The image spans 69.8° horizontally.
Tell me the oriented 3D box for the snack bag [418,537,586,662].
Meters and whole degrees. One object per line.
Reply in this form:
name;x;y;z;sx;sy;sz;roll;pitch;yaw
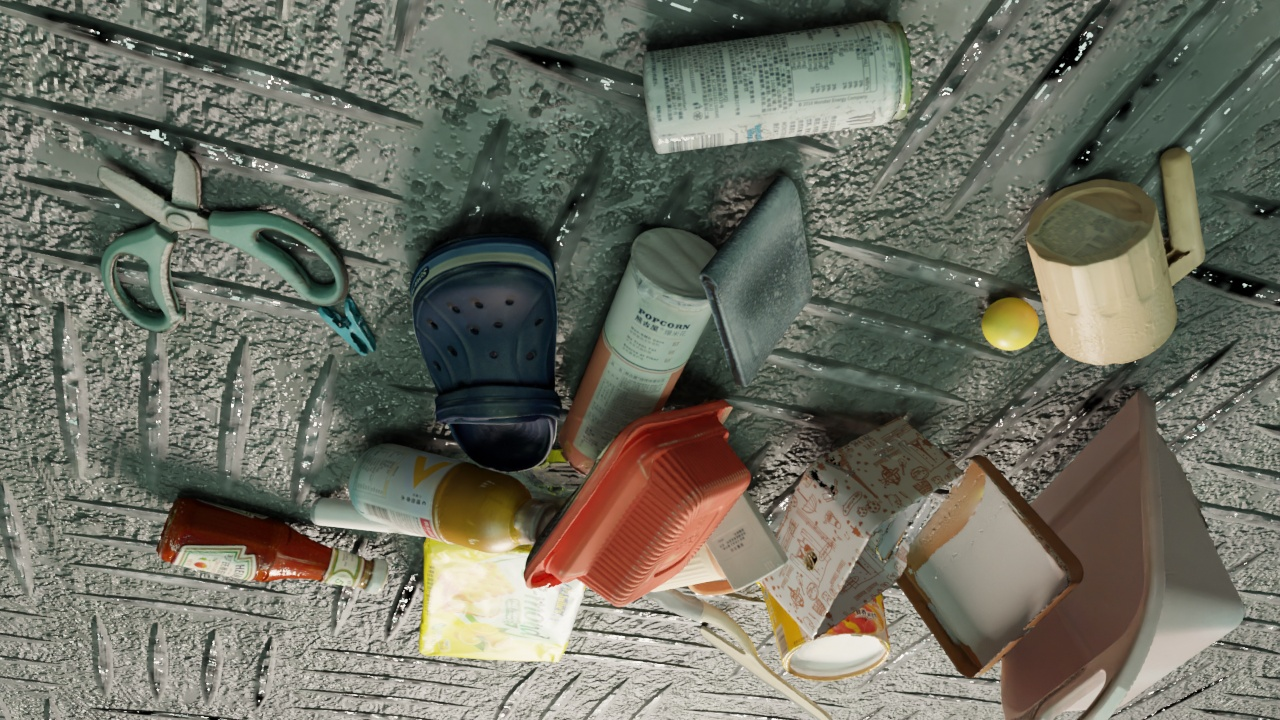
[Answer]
snack bag;-0.140;0.225;0.924;0.158;0.068;0.247;6;136;-10

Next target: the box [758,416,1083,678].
box;0.234;0.184;0.789;0.156;0.193;0.183;-20;142;-31

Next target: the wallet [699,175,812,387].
wallet;0.082;-0.051;0.625;0.019;0.097;0.121;24;153;34

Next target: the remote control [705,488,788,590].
remote control;0.071;0.130;0.802;0.056;0.135;0.019;-36;170;23

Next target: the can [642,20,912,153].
can;0.076;-0.157;0.528;0.147;0.058;0.058;-7;138;3

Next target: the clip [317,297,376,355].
clip;-0.216;-0.024;0.686;0.050;0.015;0.057;-17;135;11

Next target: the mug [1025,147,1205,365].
mug;0.333;-0.072;0.632;0.124;0.084;0.103;-38;131;1

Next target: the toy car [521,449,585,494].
toy car;-0.054;0.094;0.815;0.105;0.032;0.048;-4;139;17

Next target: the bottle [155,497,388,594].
bottle;-0.343;0.183;0.870;0.206;0.059;0.060;21;132;-25

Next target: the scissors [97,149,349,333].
scissors;-0.302;-0.064;0.634;0.179;0.019;0.170;-34;131;31

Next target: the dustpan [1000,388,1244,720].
dustpan;0.358;0.177;0.761;0.138;0.272;0.223;5;132;-15

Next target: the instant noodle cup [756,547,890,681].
instant noodle cup;0.194;0.260;0.956;0.138;0.109;0.138;-3;137;-3

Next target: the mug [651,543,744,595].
mug;0.057;0.181;0.874;0.106;0.081;0.114;-17;122;17

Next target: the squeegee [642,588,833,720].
squeegee;0.060;0.264;0.940;0.246;0.039;0.247;39;168;-26

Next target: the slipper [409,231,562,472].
slipper;-0.111;0.015;0.681;0.105;0.095;0.253;-2;142;-5

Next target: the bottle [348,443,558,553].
bottle;-0.153;0.116;0.753;0.190;0.067;0.068;9;144;28

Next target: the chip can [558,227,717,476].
chip can;-0.004;0.004;0.689;0.071;0.071;0.215;10;136;-15

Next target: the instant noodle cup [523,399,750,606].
instant noodle cup;0.011;0.115;0.714;0.165;0.079;0.188;-57;159;21

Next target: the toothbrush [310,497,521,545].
toothbrush;-0.195;0.143;0.814;0.221;0.026;0.026;2;172;20

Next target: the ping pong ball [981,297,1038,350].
ping pong ball;0.280;-0.028;0.697;0.040;0.040;0.040;-2;138;-2
